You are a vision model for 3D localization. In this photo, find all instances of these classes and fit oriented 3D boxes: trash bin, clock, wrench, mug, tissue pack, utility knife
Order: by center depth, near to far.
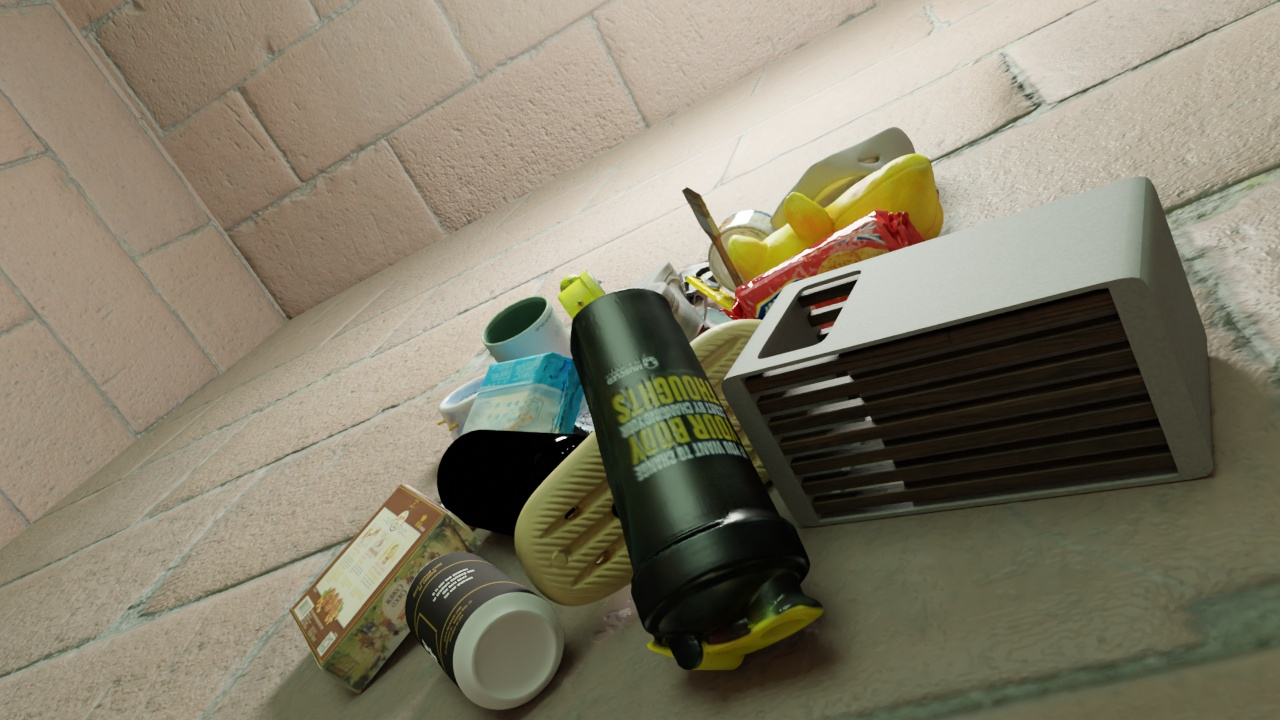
[{"bbox_3d":[0.183,0.003,0.528,0.229,0.114,0.114,-16,23,37],"label":"trash bin"},{"bbox_3d":[-0.110,0.048,0.885,0.145,0.061,0.092,-12,52,49],"label":"tissue pack"},{"bbox_3d":[0.086,-0.071,1.000,0.030,0.017,0.159,1,21,-18],"label":"utility knife"},{"bbox_3d":[-0.116,-0.013,1.024,0.084,0.104,0.111,-30,31,2],"label":"mug"},{"bbox_3d":[-0.176,0.048,1.072,0.125,0.052,0.089,-35,18,-22],"label":"clock"},{"bbox_3d":[-0.014,-0.038,1.089,0.273,0.018,0.073,-35,28,-8],"label":"wrench"},{"bbox_3d":[-0.062,-0.070,1.151,0.057,0.083,0.119,-37,21,1],"label":"clock"}]

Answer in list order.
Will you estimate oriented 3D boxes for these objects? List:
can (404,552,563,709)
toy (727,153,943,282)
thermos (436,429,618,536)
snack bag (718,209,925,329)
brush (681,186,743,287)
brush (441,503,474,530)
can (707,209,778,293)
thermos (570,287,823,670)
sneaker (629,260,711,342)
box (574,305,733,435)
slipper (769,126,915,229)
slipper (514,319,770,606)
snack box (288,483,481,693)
[{"bbox_3d":[-0.106,0.173,0.602,0.071,0.072,0.129,-38,20,-22],"label":"can"},{"bbox_3d":[0.185,-0.109,0.844,0.194,0.087,0.134,-25,-22,14],"label":"toy"},{"bbox_3d":[-0.081,0.100,0.729,0.085,0.086,0.199,-42,21,-30],"label":"thermos"},{"bbox_3d":[0.159,-0.059,0.771,0.177,0.082,0.082,-30,17,25],"label":"snack bag"},{"bbox_3d":[0.082,-0.111,0.934,0.008,0.143,0.045,-33,27,-3],"label":"brush"},{"bbox_3d":[-0.167,0.117,0.908,0.041,0.030,0.172,-27,18,10],"label":"brush"},{"bbox_3d":[0.117,-0.114,0.980,0.086,0.086,0.043,-19,24,31],"label":"can"},{"bbox_3d":[0.019,0.063,0.525,0.098,0.098,0.220,-28,57,8],"label":"thermos"},{"bbox_3d":[0.023,-0.031,0.885,0.099,0.089,0.236,-37,10,10],"label":"sneaker"},{"bbox_3d":[-0.006,0.005,0.946,0.200,0.037,0.153,-38,29,-20],"label":"box"},{"bbox_3d":[0.233,-0.172,0.964,0.265,0.080,0.113,-27,-25,-51],"label":"slipper"},{"bbox_3d":[0.016,0.064,0.638,0.260,0.111,0.079,-37,12,-24],"label":"slipper"},{"bbox_3d":[-0.212,0.178,0.754,0.146,0.041,0.143,-51,24,-17],"label":"snack box"}]
